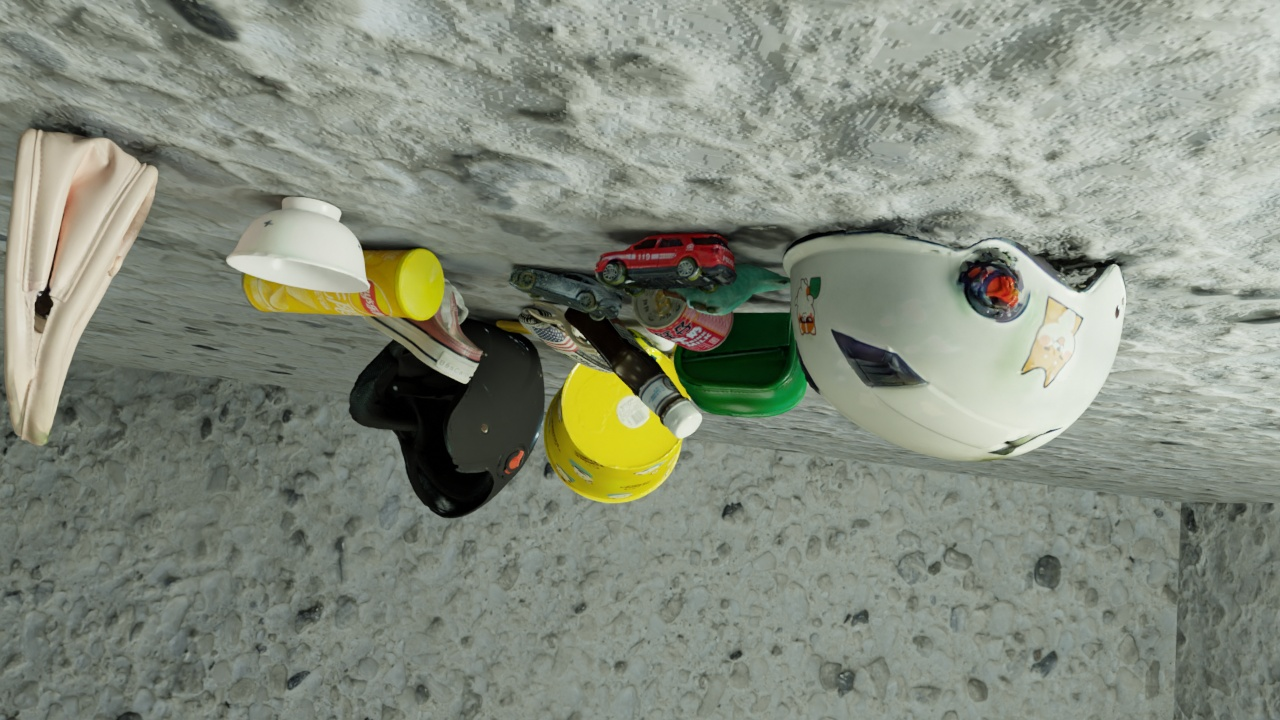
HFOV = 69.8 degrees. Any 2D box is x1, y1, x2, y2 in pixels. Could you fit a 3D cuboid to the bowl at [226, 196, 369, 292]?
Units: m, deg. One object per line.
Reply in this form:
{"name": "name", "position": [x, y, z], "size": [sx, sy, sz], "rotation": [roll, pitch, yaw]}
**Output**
{"name": "bowl", "position": [-0.292, -0.104, 0.802], "size": [0.118, 0.064, 0.118], "rotation": [7, 171, 1]}

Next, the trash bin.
{"name": "trash bin", "position": [-0.032, 0.090, 1.393], "size": [0.229, 0.229, 0.256], "rotation": [8, 165, -4]}

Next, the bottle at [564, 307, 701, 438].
{"name": "bottle", "position": [-0.006, 0.006, 0.989], "size": [0.195, 0.044, 0.080], "rotation": [48, -170, 30]}

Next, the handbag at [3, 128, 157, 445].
{"name": "handbag", "position": [-0.456, -0.051, 0.721], "size": [0.093, 0.234, 0.194], "rotation": [14, 169, -29]}

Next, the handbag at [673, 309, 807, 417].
{"name": "handbag", "position": [0.107, -0.006, 0.944], "size": [0.131, 0.120, 0.068], "rotation": [3, 152, 21]}

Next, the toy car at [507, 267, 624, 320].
{"name": "toy car", "position": [-0.076, -0.072, 0.940], "size": [0.121, 0.036, 0.054], "rotation": [16, 174, 11]}

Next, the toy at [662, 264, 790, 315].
{"name": "toy", "position": [0.071, -0.063, 0.804], "size": [0.097, 0.030, 0.091], "rotation": [13, -149, 34]}

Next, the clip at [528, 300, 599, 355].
{"name": "clip", "position": [-0.082, -0.035, 1.086], "size": [0.102, 0.095, 0.035], "rotation": [-5, 171, 3]}

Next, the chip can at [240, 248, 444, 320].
{"name": "chip can", "position": [-0.310, -0.081, 0.949], "size": [0.214, 0.072, 0.072], "rotation": [4, 171, 24]}

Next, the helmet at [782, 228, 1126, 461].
{"name": "helmet", "position": [0.243, 0.000, 0.742], "size": [0.274, 0.156, 0.230], "rotation": [10, 171, -16]}

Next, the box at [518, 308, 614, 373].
{"name": "box", "position": [-0.086, -0.027, 1.179], "size": [0.069, 0.052, 0.164], "rotation": [-7, 153, 41]}

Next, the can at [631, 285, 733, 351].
{"name": "can", "position": [0.041, -0.049, 0.883], "size": [0.067, 0.066, 0.093], "rotation": [2, 170, 32]}

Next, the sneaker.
{"name": "sneaker", "position": [-0.240, -0.054, 1.029], "size": [0.118, 0.088, 0.241], "rotation": [32, 178, -43]}

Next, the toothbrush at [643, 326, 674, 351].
{"name": "toothbrush", "position": [0.016, -0.043, 1.075], "size": [0.027, 0.026, 0.221], "rotation": [-34, 167, 2]}

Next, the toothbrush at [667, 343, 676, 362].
{"name": "toothbrush", "position": [0.050, -0.014, 1.263], "size": [0.015, 0.016, 0.190], "rotation": [5, 171, -1]}

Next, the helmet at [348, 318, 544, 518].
{"name": "helmet", "position": [-0.245, 0.073, 1.273], "size": [0.234, 0.275, 0.229], "rotation": [17, -153, 38]}

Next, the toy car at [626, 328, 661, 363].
{"name": "toy car", "position": [-0.016, -0.024, 1.159], "size": [0.105, 0.032, 0.048], "rotation": [29, 177, 40]}

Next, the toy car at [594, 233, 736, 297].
{"name": "toy car", "position": [0.021, -0.080, 0.767], "size": [0.121, 0.045, 0.053], "rotation": [-3, 167, 24]}

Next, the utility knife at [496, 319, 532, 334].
{"name": "utility knife", "position": [-0.119, -0.041, 1.233], "size": [0.156, 0.015, 0.033], "rotation": [7, 164, 7]}
